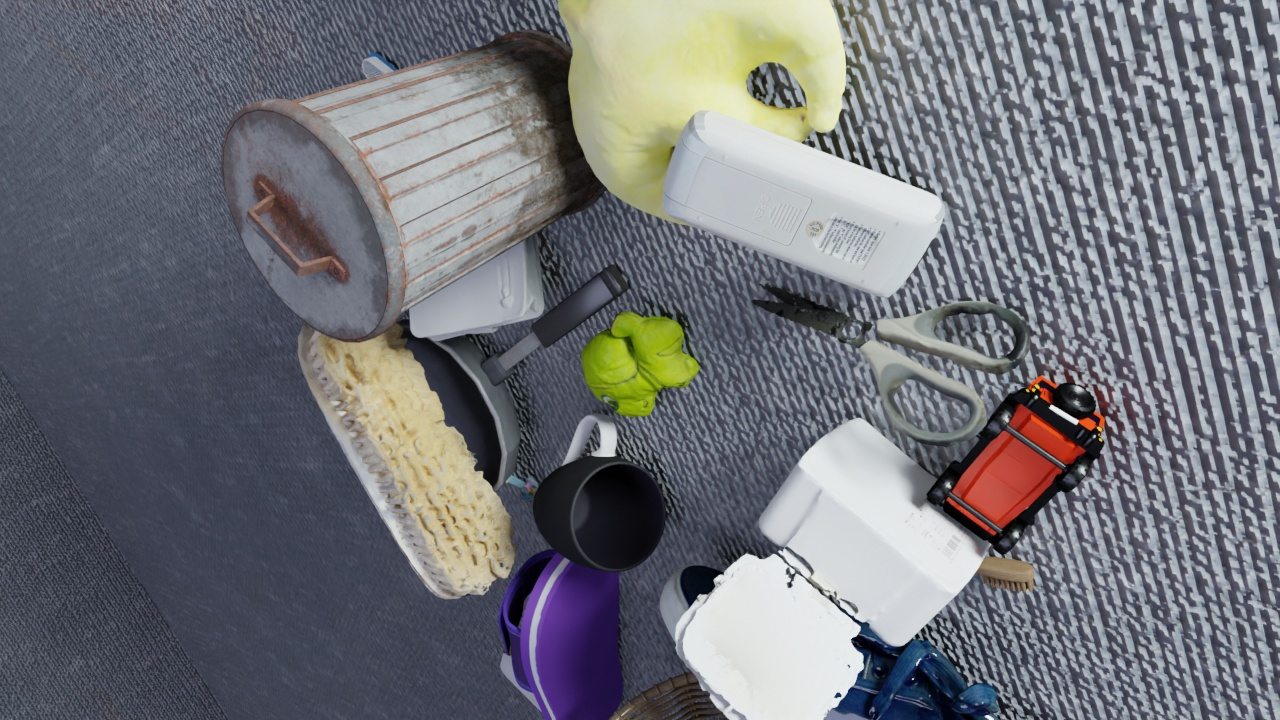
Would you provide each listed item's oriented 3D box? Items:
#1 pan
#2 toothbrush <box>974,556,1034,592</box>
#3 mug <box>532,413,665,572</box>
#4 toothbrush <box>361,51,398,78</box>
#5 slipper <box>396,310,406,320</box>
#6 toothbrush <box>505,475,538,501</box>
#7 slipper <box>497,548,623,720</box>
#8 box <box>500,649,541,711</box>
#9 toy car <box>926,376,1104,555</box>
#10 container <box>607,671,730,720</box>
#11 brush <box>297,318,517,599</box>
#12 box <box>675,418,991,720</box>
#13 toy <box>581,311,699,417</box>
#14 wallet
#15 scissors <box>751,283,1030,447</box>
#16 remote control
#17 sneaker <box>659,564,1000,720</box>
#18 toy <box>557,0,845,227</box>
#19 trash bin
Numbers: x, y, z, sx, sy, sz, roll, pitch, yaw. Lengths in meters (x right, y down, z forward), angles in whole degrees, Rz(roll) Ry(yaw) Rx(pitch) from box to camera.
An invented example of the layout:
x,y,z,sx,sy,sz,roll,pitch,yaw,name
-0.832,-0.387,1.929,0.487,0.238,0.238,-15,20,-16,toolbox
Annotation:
x,y,z,sx,sy,sz,roll,pitch,yaw,name
-0.120,0.009,0.755,0.358,0.041,0.178,-32,93,45,pan
0.163,0.123,0.579,0.167,0.016,0.016,1,118,43,toothbrush
-0.041,0.101,0.724,0.100,0.084,0.119,-5,84,59,mug
-0.141,-0.171,0.661,0.166,0.014,0.016,40,139,15,toothbrush
-0.230,-0.100,0.756,0.112,0.074,0.248,23,144,-12,slipper
-0.157,0.097,0.872,0.155,0.016,0.022,20,98,33,toothbrush
-0.081,0.254,0.850,0.084,0.107,0.267,24,137,31,slipper
-0.067,0.383,0.985,0.209,0.033,0.064,40,141,17,box
0.194,0.053,0.471,0.051,0.048,0.100,38,138,17,toy car
0.075,0.393,0.712,0.227,0.226,0.196,8,130,41,container
-0.192,0.075,0.763,0.057,0.083,0.271,-18,102,45,brush
0.107,0.110,0.492,0.110,0.189,0.083,40,140,20,box
-0.004,0.004,0.638,0.094,0.036,0.094,1,130,31,toy
-0.121,-0.061,0.679,0.116,0.032,0.086,-4,85,31,wallet
0.118,-0.004,0.492,0.170,0.131,0.012,-7,149,33,scissors
0.080,-0.078,0.468,0.138,0.025,0.060,21,137,0,remote control
0.147,0.202,0.603,0.295,0.120,0.127,29,113,23,sneaker
0.022,-0.152,0.479,0.155,0.064,0.171,46,136,-4,toy
-0.124,-0.106,0.531,0.131,0.210,0.131,21,129,28,trash bin
